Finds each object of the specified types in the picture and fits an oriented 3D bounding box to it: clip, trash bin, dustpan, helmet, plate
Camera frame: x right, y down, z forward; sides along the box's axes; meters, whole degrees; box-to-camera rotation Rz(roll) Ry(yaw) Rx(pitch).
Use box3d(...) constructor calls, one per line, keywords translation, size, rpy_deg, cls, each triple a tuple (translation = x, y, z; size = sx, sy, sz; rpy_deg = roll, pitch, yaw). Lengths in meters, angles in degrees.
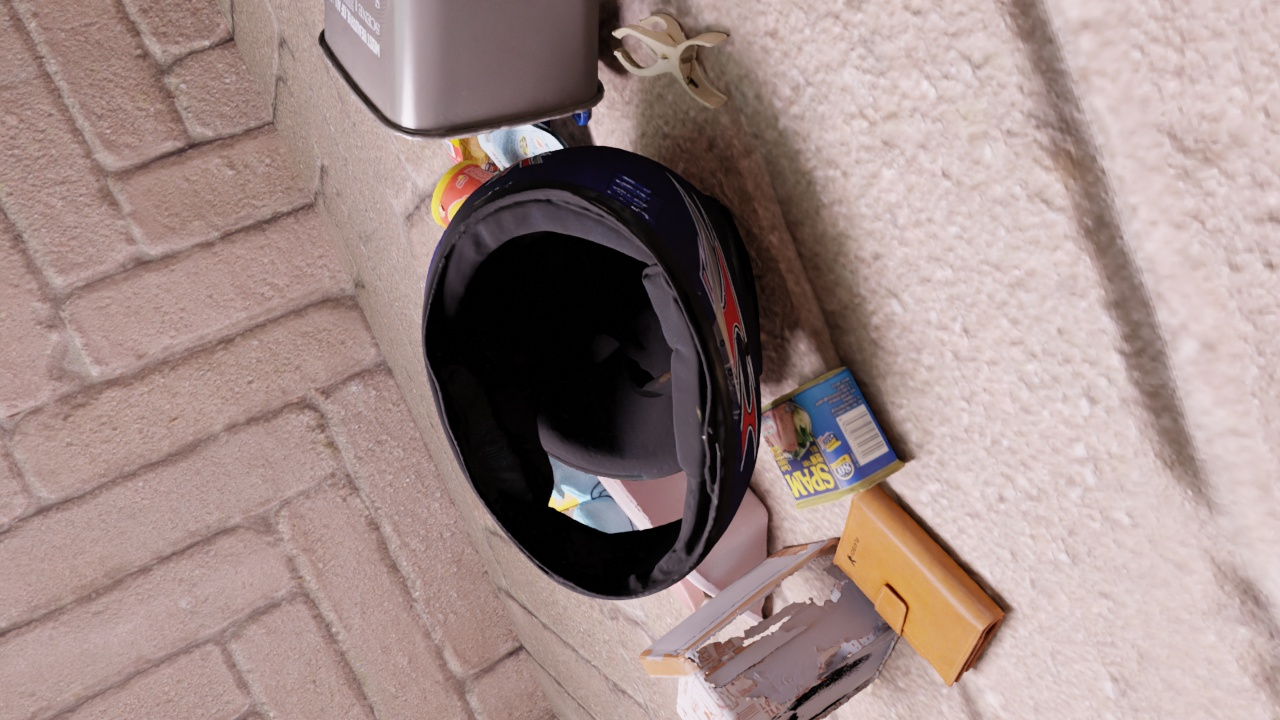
box3d(translation=(0.022, -0.217, 0.647), size=(0.100, 0.034, 0.070), rpy_deg=(40, 148, 37), cls="clip")
box3d(translation=(-0.134, -0.314, 0.682), size=(0.199, 0.198, 0.220), rpy_deg=(50, 147, 32), cls="trash bin")
box3d(translation=(0.022, 0.167, 0.946), size=(0.222, 0.138, 0.274), rpy_deg=(47, 153, 35), cls="dustpan")
box3d(translation=(-0.022, -0.003, 0.703), size=(0.240, 0.248, 0.315), rpy_deg=(-30, -78, -73), cls="helmet")
box3d(translation=(0.009, 0.207, 1.118), size=(0.229, 0.028, 0.230), rpy_deg=(54, 169, 15), cls="plate")

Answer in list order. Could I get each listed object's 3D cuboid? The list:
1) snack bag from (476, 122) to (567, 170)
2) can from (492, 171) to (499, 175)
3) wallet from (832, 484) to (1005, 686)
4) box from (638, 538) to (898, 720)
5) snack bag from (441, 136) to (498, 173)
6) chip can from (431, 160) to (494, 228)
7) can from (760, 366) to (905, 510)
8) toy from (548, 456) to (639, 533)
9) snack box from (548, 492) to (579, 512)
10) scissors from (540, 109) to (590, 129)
box3d(translation=(-0.105, -0.205, 0.928), size=(0.191, 0.038, 0.110), rpy_deg=(29, 154, 57), cls="snack bag")
box3d(translation=(-0.136, -0.153, 0.997), size=(0.094, 0.066, 0.067), rpy_deg=(39, 158, -3), cls="can")
box3d(translation=(0.201, 0.166, 0.682), size=(0.132, 0.031, 0.108), rpy_deg=(50, 153, 34), cls="wallet")
box3d(translation=(0.100, 0.235, 0.785), size=(0.148, 0.180, 0.147), rpy_deg=(49, 154, 34), cls="box")
box3d(translation=(-0.195, -0.219, 1.083), size=(0.208, 0.073, 0.128), rpy_deg=(87, 179, -49), cls="snack bag")
box3d(translation=(-0.096, -0.118, 0.882), size=(0.217, 0.073, 0.073), rpy_deg=(29, 146, 19), cls="chip can")
box3d(translation=(0.134, 0.058, 0.675), size=(0.083, 0.057, 0.102), rpy_deg=(63, 159, 7), cls="can")
box3d(translation=(-0.032, 0.156, 0.893), size=(0.161, 0.050, 0.156), rpy_deg=(30, -153, -41), cls="toy")
box3d(translation=(-0.127, 0.079, 1.211), size=(0.157, 0.070, 0.210), rpy_deg=(-104, -9, -80), cls="snack box")
box3d(translation=(-0.093, -0.280, 0.868), size=(0.162, 0.012, 0.176), rpy_deg=(51, 155, 31), cls="scissors")
